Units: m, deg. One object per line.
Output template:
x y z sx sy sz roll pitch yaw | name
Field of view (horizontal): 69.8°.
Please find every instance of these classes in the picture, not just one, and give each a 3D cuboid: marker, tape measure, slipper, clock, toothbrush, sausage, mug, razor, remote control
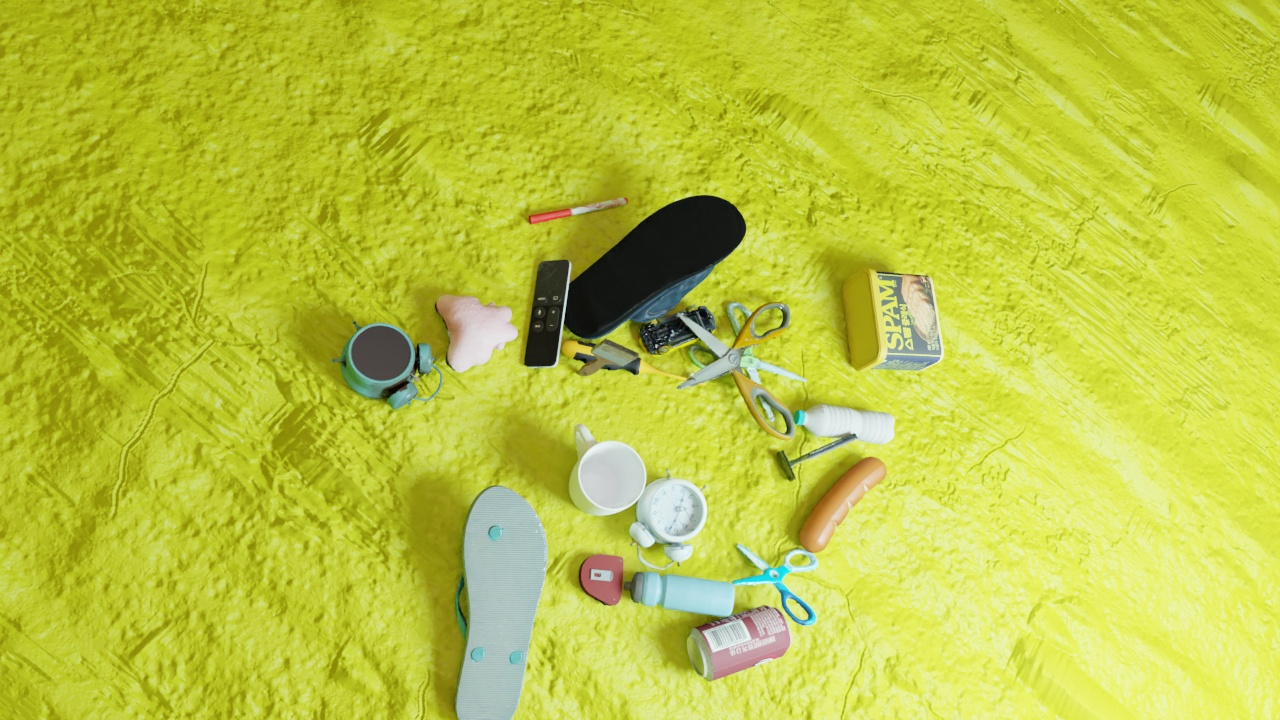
-0.082 -0.202 1.229 0.142 0.013 0.012 -15 78 -20 | marker
-0.047 0.260 1.090 0.051 0.019 0.059 9 71 -14 | tape measure
-0.161 0.277 1.043 0.098 0.055 0.268 5 83 -17 | slipper
0.033 0.196 1.115 0.083 0.057 0.117 24 75 -8 | clock
-0.007 0.007 1.178 0.196 0.031 0.030 15 73 -15 | toothbrush
0.018 -0.113 1.197 0.265 0.083 0.109 -36 68 -1 | slipper
0.262 0.184 1.193 0.044 0.039 0.164 45 67 4 | sausage
-0.052 0.130 1.093 0.080 0.088 0.114 -26 82 -22 | mug
0.234 0.119 1.199 0.106 0.026 0.042 -23 78 -4 | razor
-0.117 -0.060 1.163 0.045 0.008 0.146 -2 70 21 | remote control
-0.293 0.006 1.081 0.124 0.053 0.089 26 68 -10 | clock

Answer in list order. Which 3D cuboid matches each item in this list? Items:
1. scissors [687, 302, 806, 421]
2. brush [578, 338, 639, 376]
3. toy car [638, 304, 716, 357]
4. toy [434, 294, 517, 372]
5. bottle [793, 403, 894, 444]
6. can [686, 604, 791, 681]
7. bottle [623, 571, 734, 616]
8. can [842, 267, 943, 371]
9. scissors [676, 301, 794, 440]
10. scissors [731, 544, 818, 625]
0.147 -0.004 1.232 0.171 0.024 0.165 16 64 -13 | scissors
-0.049 0.001 1.103 0.045 0.143 0.008 24 69 -17 | brush
0.049 -0.039 1.205 0.106 0.030 0.049 -19 72 -14 | toy car
-0.201 -0.041 1.123 0.093 0.050 0.102 -13 74 -16 | toy
0.271 0.084 1.224 0.136 0.044 0.044 8 71 -14 | bottle
0.117 0.335 1.091 0.114 0.063 0.063 -12 77 -19 | can
0.045 0.277 1.092 0.130 0.040 0.040 8 71 -1 | bottle
0.351 -0.054 1.276 0.104 0.075 0.135 2 73 -18 | can
0.141 0.009 1.201 0.224 0.016 0.230 -31 90 -32 | scissors
0.174 0.272 1.125 0.133 0.011 0.140 -1 40 -28 | scissors
